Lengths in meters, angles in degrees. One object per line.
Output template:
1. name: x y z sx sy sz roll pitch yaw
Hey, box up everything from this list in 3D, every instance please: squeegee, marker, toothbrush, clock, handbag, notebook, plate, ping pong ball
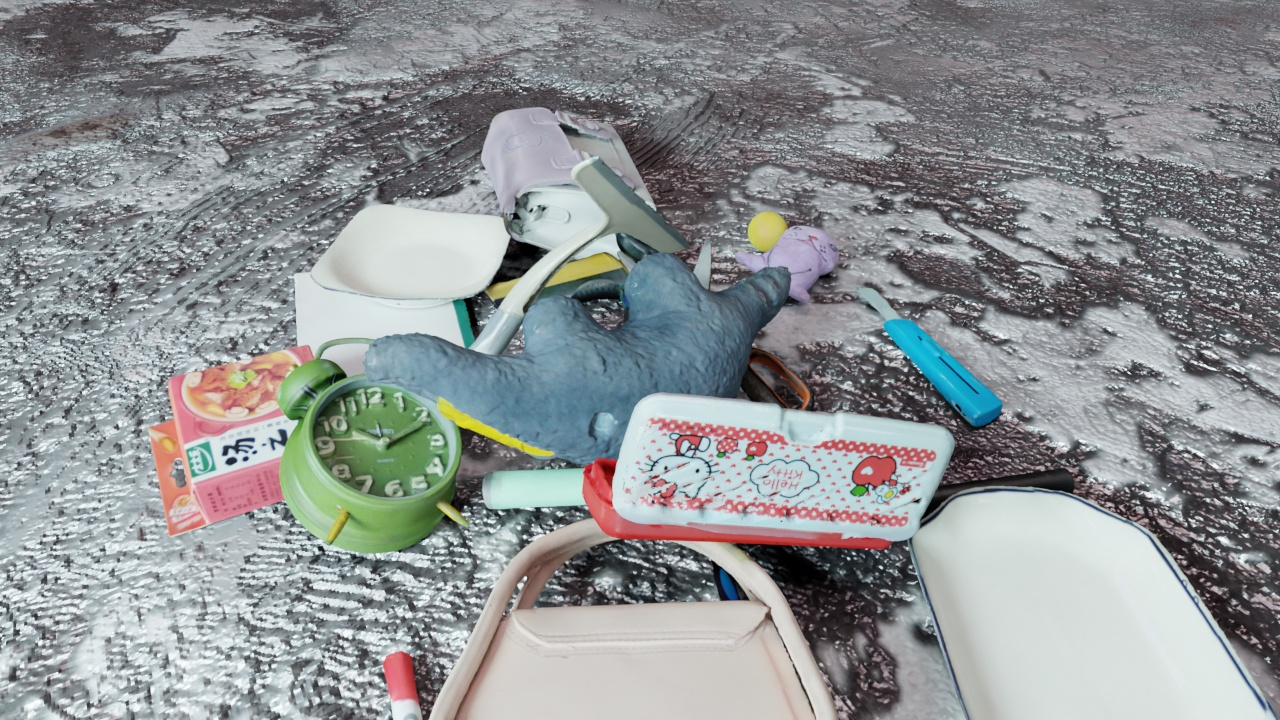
1. squeegee: -0.087 -0.036 0.687 0.039 0.247 0.246 47 8 15
2. marker: 0.236 0.091 0.638 0.132 0.022 0.020 -6 -8 -6
3. toothbrush: 0.003 0.087 0.643 0.224 0.026 0.027 -2 -1 -2
4. clock: -0.181 0.051 0.620 0.116 0.056 0.161 -2 55 -34
5. toothbrush: 0.058 0.155 0.564 0.014 0.016 0.189 -6 39 -13
6. handbag: -0.001 0.160 0.501 0.193 0.093 0.233 -1 31 0
7. handbag: -0.077 -0.182 0.930 0.144 0.099 0.196 5 32 -20
8. notebook: -0.229 -0.031 0.820 0.150 0.012 0.209 -10 38 -14
9. plate: 0.247 0.174 0.513 0.162 0.034 0.265 -1 36 -2
10. ping pong ball: 0.128 -0.130 0.926 0.040 0.040 0.040 0 36 0
11. plate: -0.209 -0.093 0.866 0.164 0.034 0.163 6 36 5
12. marker: -0.116 0.214 0.479 0.017 0.017 0.145 -13 38 -16

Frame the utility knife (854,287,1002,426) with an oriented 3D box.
1. utility knife: 0.238 -0.012 0.784 0.034 0.018 0.209 -11 36 -13

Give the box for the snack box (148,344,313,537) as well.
1. snack box: -0.288 0.053 0.666 0.127 0.044 0.113 -18 48 -23

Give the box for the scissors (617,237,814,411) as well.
1. scissors: 0.042 -0.012 0.739 0.221 0.022 0.230 31 58 18

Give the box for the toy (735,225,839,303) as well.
1. toy: 0.148 -0.098 0.880 0.084 0.039 0.107 35 47 17

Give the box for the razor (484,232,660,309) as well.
1. razor: -0.060 -0.077 0.845 0.167 0.067 0.062 -15 -1 -9

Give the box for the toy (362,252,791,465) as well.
1. toy: -0.004 0.004 0.640 0.355 0.092 0.138 -17 76 -34

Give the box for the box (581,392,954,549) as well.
1. box: 0.074 0.062 0.558 0.201 0.100 0.112 6 13 -17

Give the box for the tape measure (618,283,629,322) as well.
1. tape measure: 0.010 -0.054 0.812 0.058 0.055 0.025 -26 43 -16
